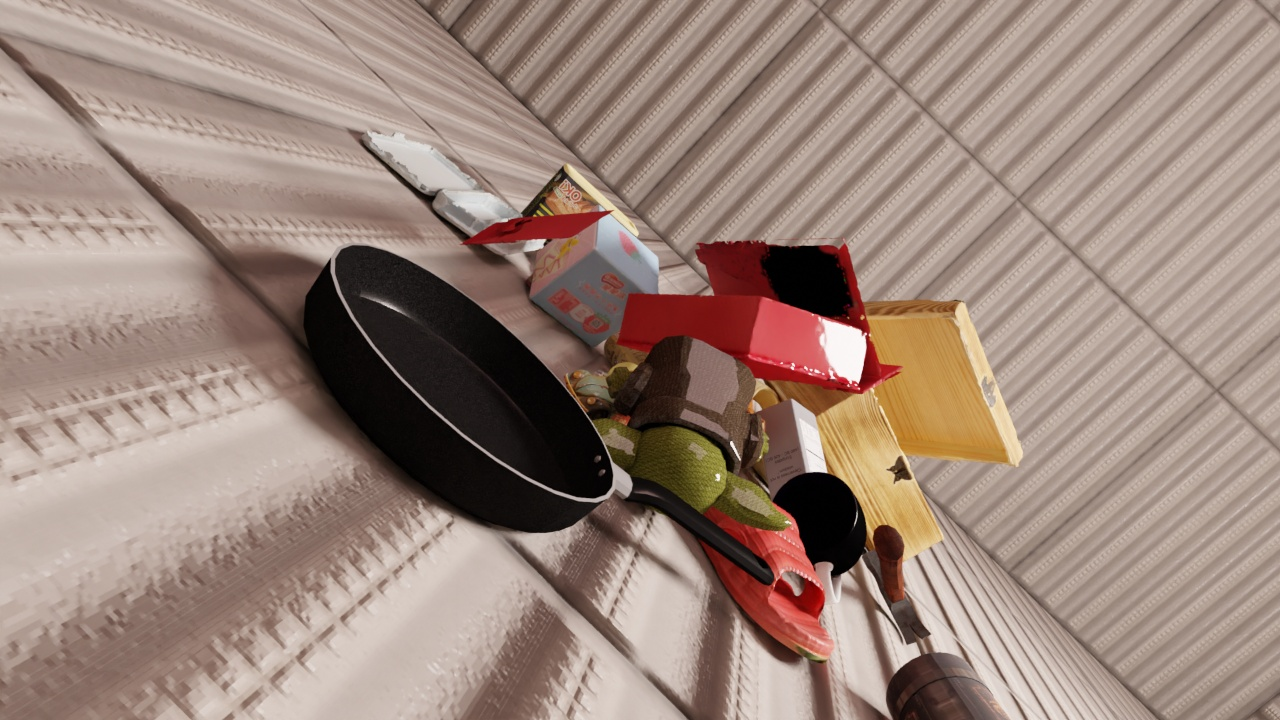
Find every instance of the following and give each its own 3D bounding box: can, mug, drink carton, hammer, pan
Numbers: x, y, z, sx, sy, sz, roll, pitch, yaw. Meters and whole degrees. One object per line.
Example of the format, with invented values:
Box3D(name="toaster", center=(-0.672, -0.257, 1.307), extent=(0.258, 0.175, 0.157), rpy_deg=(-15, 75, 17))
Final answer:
Box3D(name="can", center=(-0.082, -0.170, 1.168), extent=(0.131, 0.101, 0.072), rpy_deg=(40, 11, -19))
Box3D(name="mug", center=(0.178, 0.180, 0.882), extent=(0.100, 0.085, 0.118), rpy_deg=(54, 30, -51))
Box3D(name="mug", center=(0.240, 0.293, 0.678), extent=(0.107, 0.080, 0.116), rpy_deg=(-108, 179, -71))
Box3D(name="can", center=(-0.006, 0.006, 0.942), extent=(0.038, 0.038, 0.079), rpy_deg=(34, 15, -44))
Box3D(name="drink carton", center=(0.173, 0.115, 1.029), extent=(0.076, 0.049, 0.124), rpy_deg=(32, 43, -47))
Box3D(name="hammer", center=(0.248, 0.211, 0.903), extent=(0.111, 0.028, 0.301), rpy_deg=(67, 5, 28))
Box3D(name="pan", center=(-0.047, 0.059, 0.556), extent=(0.355, 0.044, 0.204), rpy_deg=(39, 11, -26))

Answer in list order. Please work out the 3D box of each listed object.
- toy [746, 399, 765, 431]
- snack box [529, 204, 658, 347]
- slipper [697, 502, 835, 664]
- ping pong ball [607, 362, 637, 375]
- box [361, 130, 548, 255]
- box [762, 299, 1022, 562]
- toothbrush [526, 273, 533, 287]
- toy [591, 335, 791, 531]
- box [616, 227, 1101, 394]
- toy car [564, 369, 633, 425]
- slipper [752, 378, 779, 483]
Box3D(name="toy", center=(0.113, 0.067, 1.045), extent=(0.103, 0.071, 0.090), rpy_deg=(52, 42, -64))
Box3D(name="snack box", center=(-0.046, -0.085, 0.934), extent=(0.093, 0.095, 0.079), rpy_deg=(38, 34, -30))
Box3D(name="slipper", center=(0.088, 0.135, 0.736), extent=(0.103, 0.059, 0.248), rpy_deg=(35, 12, -40))
Box3D(name="ping pong ball", center=(-0.013, 0.022, 0.845), extent=(0.040, 0.040, 0.040), rpy_deg=(42, 11, -10))
Box3D(name="box", center=(-0.193, -0.176, 0.985), extent=(0.190, 0.038, 0.208), rpy_deg=(36, 10, -3))
Box3D(name="box", center=(0.335, 0.061, 1.255), extent=(0.279, 0.264, 0.269), rpy_deg=(56, 2, -27))
Box3D(name="toothbrush", center=(-0.111, -0.103, 1.039), extent=(0.015, 0.016, 0.184), rpy_deg=(42, 10, -10))
Box3D(name="toy", center=(0.035, 0.052, 0.701), extent=(0.179, 0.078, 0.152), rpy_deg=(25, 44, -6))
Box3D(name="box", center=(0.223, -0.051, 0.910), extent=(0.466, 0.138, 0.215), rpy_deg=(-7, 8, -30))
Box3D(name="toy car", center=(-0.015, 0.033, 0.771), extent=(0.112, 0.047, 0.047), rpy_deg=(31, 20, -51))
Box3D(name="slipper", center=(0.147, 0.074, 1.155), extent=(0.111, 0.079, 0.261), rpy_deg=(36, 13, -52))
